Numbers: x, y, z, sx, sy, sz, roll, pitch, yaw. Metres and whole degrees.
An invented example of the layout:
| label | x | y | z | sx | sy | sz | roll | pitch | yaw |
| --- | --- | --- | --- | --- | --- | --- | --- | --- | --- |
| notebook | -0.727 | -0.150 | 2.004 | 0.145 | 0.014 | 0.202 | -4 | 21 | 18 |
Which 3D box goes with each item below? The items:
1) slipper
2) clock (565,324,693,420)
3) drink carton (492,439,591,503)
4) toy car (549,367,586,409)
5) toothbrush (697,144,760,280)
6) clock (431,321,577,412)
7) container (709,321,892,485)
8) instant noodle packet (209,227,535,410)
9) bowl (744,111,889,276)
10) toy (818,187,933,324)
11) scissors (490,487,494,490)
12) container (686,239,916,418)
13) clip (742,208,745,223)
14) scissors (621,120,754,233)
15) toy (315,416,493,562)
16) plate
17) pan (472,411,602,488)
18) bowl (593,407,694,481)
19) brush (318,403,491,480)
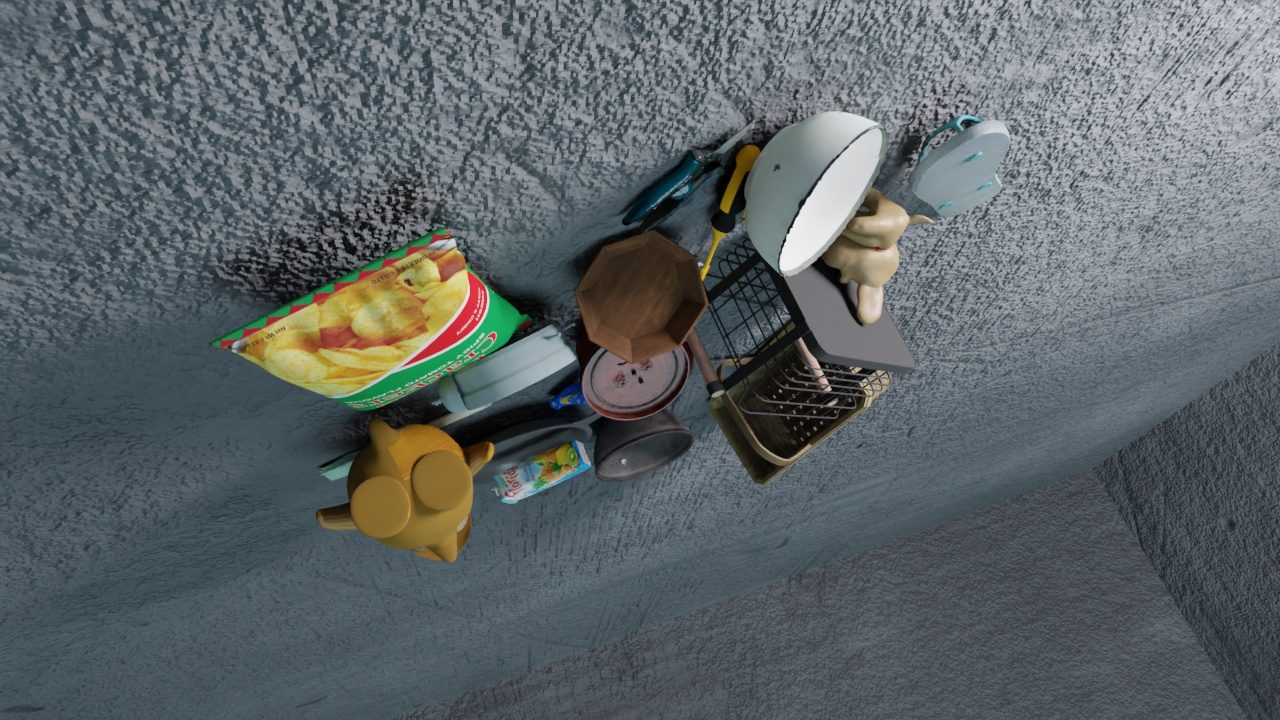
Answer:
| label | x | y | z | sx | sy | sz | roll | pitch | yaw |
| --- | --- | --- | --- | --- | --- | --- | --- | --- | --- |
| slipper | 0.324 | -0.202 | 0.952 | 0.098 | 0.054 | 0.268 | -27 | 166 | 16 |
| clock | -0.006 | 0.006 | 1.003 | 0.121 | 0.072 | 0.158 | -34 | 130 | 8 |
| drink carton | -0.130 | 0.147 | 1.203 | 0.129 | 0.044 | 0.038 | -25 | 162 | 7 |
| toy car | -0.080 | 0.021 | 1.098 | 0.092 | 0.062 | 0.033 | -11 | -165 | 41 |
| toothbrush | 0.081 | -0.135 | 0.888 | 0.031 | 0.031 | 0.197 | -47 | 167 | -32 |
| clock | -0.139 | 0.009 | 0.926 | 0.159 | 0.045 | 0.122 | -23 | -173 | 11 |
| container | 0.192 | 0.055 | 1.233 | 0.185 | 0.157 | 0.251 | -15 | 157 | -41 |
| instant noodle packet | -0.212 | -0.024 | 0.798 | 0.195 | 0.090 | 0.253 | -26 | 163 | 3 |
| bowl | 0.146 | -0.157 | 0.819 | 0.153 | 0.073 | 0.154 | -42 | 157 | -23 |
| toy | 0.242 | -0.125 | 0.974 | 0.106 | 0.133 | 0.108 | 12 | 146 | 2 |
| scissors | -0.146 | 0.161 | 1.255 | 0.139 | 0.015 | 0.063 | -22 | -169 | 11 |
| container | 0.174 | -0.031 | 1.022 | 0.240 | 0.162 | 0.131 | 7 | 143 | -47 |
| clip | 0.116 | -0.150 | 0.917 | 0.053 | 0.039 | 0.047 | -15 | 150 | -20 |
| scissors | 0.039 | -0.162 | 0.818 | 0.137 | 0.019 | 0.129 | -18 | 155 | -14 |
| toy | -0.253 | 0.159 | 1.053 | 0.198 | 0.162 | 0.204 | -23 | 165 | -11 |
| plate | -0.001 | -0.064 | 0.903 | 0.131 | 0.025 | 0.131 | -4 | 109 | -12 |
| pan | -0.107 | 0.088 | 1.171 | 0.355 | 0.024 | 0.216 | -28 | 161 | 22 |
| bowl | -0.004 | 0.105 | 1.266 | 0.145 | 0.067 | 0.145 | -18 | 155 | -9 |
| brush | -0.275 | 0.091 | 1.082 | 0.217 | 0.012 | 0.033 | -25 | 155 | 1 |
